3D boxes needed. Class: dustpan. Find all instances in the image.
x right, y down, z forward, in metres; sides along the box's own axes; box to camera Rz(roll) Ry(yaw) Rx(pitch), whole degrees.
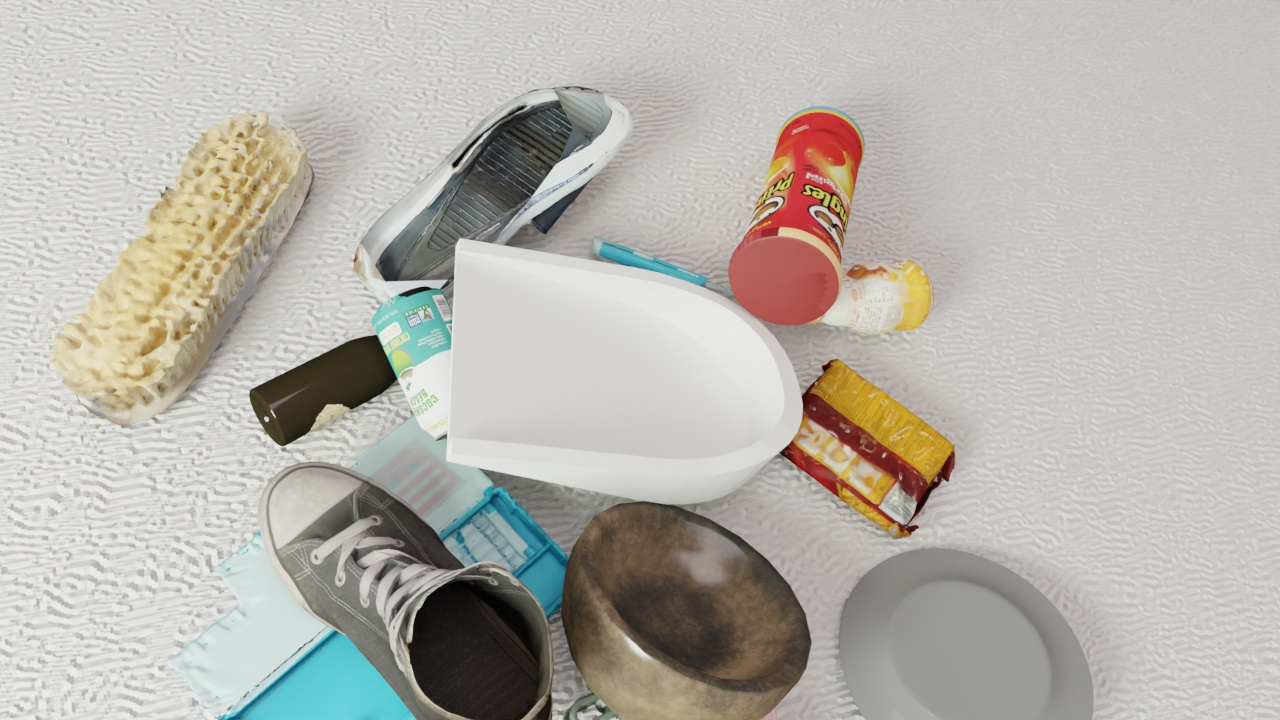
[{"bbox_3d":[-0.004,0.004,0.663,0.257,0.053,0.191,15,46,-25],"label":"dustpan"}]

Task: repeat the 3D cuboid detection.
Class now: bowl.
[{"bbox_3d":[0.022,0.170,0.589,0.162,0.070,0.162,22,25,-11],"label":"bowl"}]

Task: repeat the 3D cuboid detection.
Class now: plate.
[{"bbox_3d":[0.231,0.211,0.651,0.178,0.012,0.178,2,50,-2],"label":"plate"}]

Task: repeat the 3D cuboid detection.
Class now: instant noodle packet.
[{"bbox_3d":[0.179,0.070,0.726,0.135,0.040,0.098,37,62,11],"label":"instant noodle packet"}]

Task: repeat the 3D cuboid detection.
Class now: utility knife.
[{"bbox_3d":[0.024,-0.077,0.787,0.141,0.015,0.022,18,34,-4],"label":"utility knife"}]

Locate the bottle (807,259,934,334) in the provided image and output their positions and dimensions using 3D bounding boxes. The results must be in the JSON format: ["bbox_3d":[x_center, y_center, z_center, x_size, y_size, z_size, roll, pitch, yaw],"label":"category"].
[{"bbox_3d":[0.192,-0.052,0.781,0.109,0.063,0.063,-7,64,-15],"label":"bottle"}]

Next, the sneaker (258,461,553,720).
[{"bbox_3d":[-0.140,0.133,0.537,0.095,0.120,0.235,-35,72,-27],"label":"sneaker"}]

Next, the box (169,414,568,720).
[{"bbox_3d":[-0.177,0.157,0.603,0.181,0.039,0.226,43,62,13],"label":"box"}]

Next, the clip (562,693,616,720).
[{"bbox_3d":[-0.017,0.224,0.608,0.075,0.037,0.023,-23,67,-28],"label":"clip"}]

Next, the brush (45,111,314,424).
[{"bbox_3d":[-0.331,-0.076,0.684,0.083,0.057,0.270,19,59,0],"label":"brush"}]

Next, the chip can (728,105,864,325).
[{"bbox_3d":[0.137,-0.128,0.770,0.087,0.087,0.212,22,45,0],"label":"chip can"}]

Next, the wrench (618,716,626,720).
[{"bbox_3d":[-0.055,0.307,0.549,0.272,0.010,0.070,-46,108,-27],"label":"wrench"}]

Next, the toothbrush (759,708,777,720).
[{"bbox_3d":[0.096,0.323,0.578,0.027,0.027,0.222,-19,63,14],"label":"toothbrush"}]

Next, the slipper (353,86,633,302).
[{"bbox_3d":[-0.117,-0.133,0.761,0.111,0.063,0.263,37,69,19],"label":"slipper"}]

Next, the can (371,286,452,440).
[{"bbox_3d":[-0.146,0.002,0.649,0.054,0.055,0.101,-24,86,-23],"label":"can"}]

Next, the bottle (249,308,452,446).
[{"bbox_3d":[-0.193,-0.001,0.682,0.184,0.045,0.045,-32,73,-33],"label":"bottle"}]
